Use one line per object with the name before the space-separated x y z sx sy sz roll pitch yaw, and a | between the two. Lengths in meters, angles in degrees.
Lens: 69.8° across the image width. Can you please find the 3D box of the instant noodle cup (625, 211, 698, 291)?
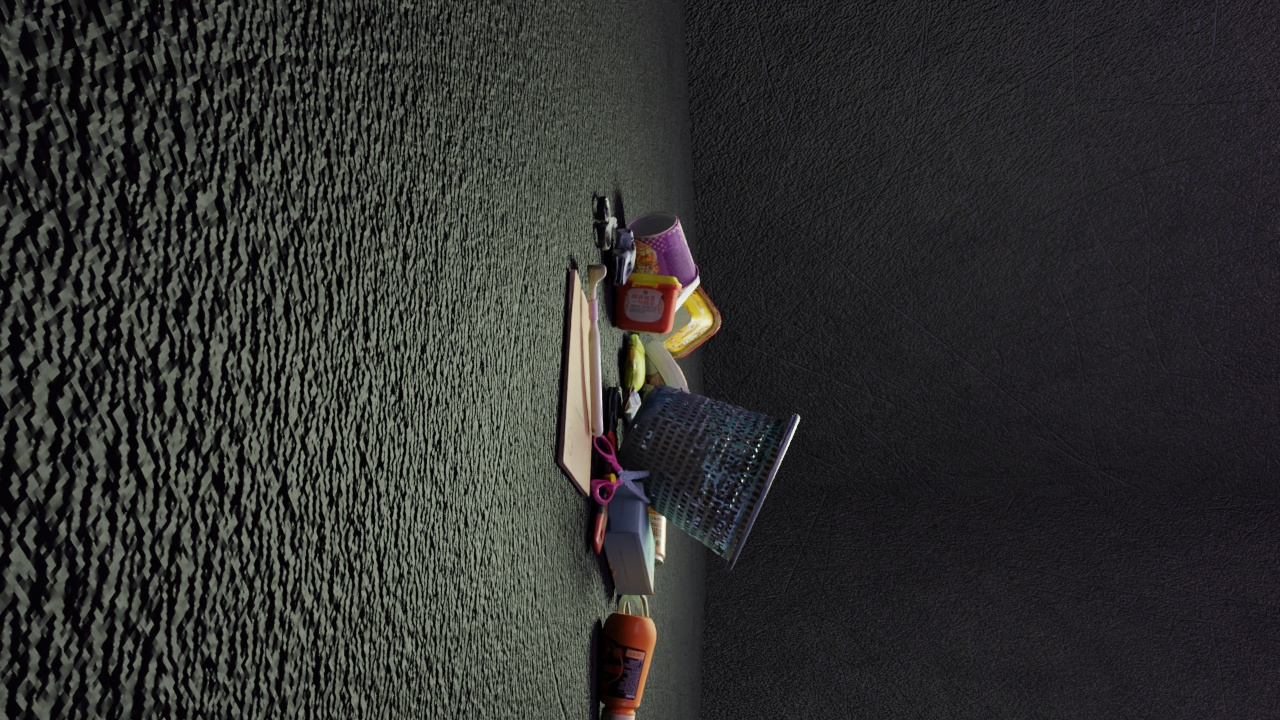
instant noodle cup | 0.025 -0.164 1.389 0.111 0.112 0.099 -81 159 -53

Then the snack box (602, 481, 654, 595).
snack box | -0.014 0.233 1.188 0.175 0.051 0.074 81 9 -50

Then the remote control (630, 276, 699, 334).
remote control | 0.034 -0.089 1.386 0.149 0.058 0.021 -50 138 -40

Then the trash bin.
trash bin | 0.078 0.137 1.223 0.226 0.195 0.226 25 89 -80

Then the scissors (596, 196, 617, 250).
scissors | -0.042 -0.169 1.198 0.175 0.014 0.132 81 9 -65

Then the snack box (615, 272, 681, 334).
snack box | 0.008 -0.079 1.270 0.082 0.091 0.080 -8 104 -83

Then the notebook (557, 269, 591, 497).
notebook | -0.065 0.028 0.979 0.148 0.008 0.207 72 18 -67

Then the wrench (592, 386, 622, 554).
wrench | -0.041 0.124 1.137 0.272 0.016 0.056 -83 169 -51

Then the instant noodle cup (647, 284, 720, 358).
instant noodle cup | 0.053 -0.073 1.503 0.116 0.116 0.123 55 16 11

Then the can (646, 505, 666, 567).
can | 0.010 0.230 1.363 0.058 0.058 0.145 77 14 -59

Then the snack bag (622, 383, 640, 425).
snack bag | -0.012 0.068 1.332 0.105 0.026 0.045 73 36 -67

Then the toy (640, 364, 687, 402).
toy | 0.039 0.099 1.576 0.143 0.082 0.226 -76 168 -52

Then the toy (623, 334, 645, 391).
toy | -0.008 0.008 1.360 0.097 0.031 0.100 82 9 -56

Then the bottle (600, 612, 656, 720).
bottle | -0.021 0.382 1.101 0.067 0.067 0.149 65 32 -73

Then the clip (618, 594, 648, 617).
clip | -0.013 0.329 1.268 0.094 0.035 0.102 -80 162 -65

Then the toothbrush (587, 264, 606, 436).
toothbrush | -0.048 -0.010 1.006 0.020 0.029 0.189 -4 96 -41

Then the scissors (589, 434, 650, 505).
scissors | -0.024 0.130 1.097 0.135 0.017 0.108 1 75 -59

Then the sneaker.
sneaker | 0.033 0.089 1.419 0.118 0.087 0.241 176 -104 -78

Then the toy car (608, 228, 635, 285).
toy car | -0.023 -0.139 1.228 0.105 0.031 0.049 -83 -179 -57
